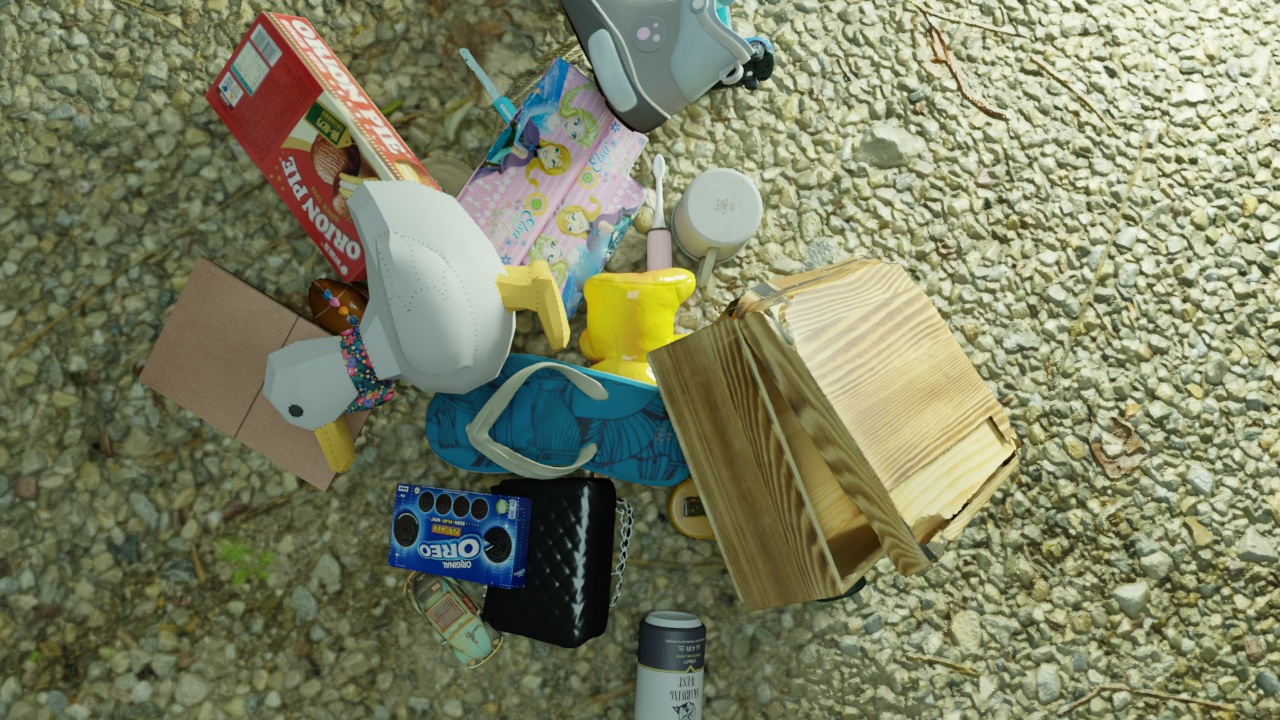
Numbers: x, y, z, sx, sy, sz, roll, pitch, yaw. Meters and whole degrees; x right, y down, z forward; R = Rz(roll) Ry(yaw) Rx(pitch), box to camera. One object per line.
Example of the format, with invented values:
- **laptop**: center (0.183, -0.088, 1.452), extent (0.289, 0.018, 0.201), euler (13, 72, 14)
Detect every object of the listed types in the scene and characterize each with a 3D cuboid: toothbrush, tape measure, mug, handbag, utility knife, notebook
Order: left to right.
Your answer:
- **notebook**: center (-0.359, 0.014, 0.878), extent (0.209, 0.008, 0.141), euler (32, 102, -2)
- **utility knife**: center (-0.136, -0.251, 0.940), extent (0.022, 0.015, 0.169), euler (-39, 88, 23)
- **handbag**: center (-0.084, 0.185, 0.887), extent (0.125, 0.114, 0.153), euler (2, 88, 18)
- **toothbrush**: center (0.020, -0.100, 0.936), extent (0.027, 0.026, 0.222), euler (0, 85, 1)
- **tape measure**: center (0.057, 0.146, 0.918), extent (0.059, 0.030, 0.068), euler (0, 85, -7)
- **mug**: center (0.074, -0.131, 0.921), extent (0.084, 0.070, 0.113), euler (10, 83, -5)

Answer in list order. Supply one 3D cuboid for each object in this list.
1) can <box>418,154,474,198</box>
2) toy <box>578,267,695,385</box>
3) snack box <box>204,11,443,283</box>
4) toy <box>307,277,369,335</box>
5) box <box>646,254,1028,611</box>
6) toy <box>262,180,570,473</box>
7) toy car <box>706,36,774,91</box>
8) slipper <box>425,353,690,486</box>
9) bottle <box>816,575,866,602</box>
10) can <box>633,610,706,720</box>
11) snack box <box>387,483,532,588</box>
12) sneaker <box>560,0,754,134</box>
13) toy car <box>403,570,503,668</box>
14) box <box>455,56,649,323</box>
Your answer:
- **can**: center (-0.197, -0.156, 0.911), extent (0.086, 0.043, 0.086), euler (0, 85, -6)
- **toy**: center (-0.005, 0.005, 0.877), extent (0.135, 0.087, 0.194), euler (6, 93, 21)
- **snack box**: center (-0.296, -0.199, 0.864), extent (0.113, 0.060, 0.236), euler (-41, 84, 26)
- **toy**: center (-0.273, -0.040, 0.867), extent (0.090, 0.103, 0.070), euler (41, 77, 5)
- **box**: center (0.178, 0.039, 0.800), extent (0.278, 0.176, 0.247), euler (-18, 84, -50)
- **toy**: center (-0.201, -0.033, 0.799), extent (0.267, 0.141, 0.247), euler (-11, 108, -7)
- **toy car**: center (0.078, -0.307, 0.943), extent (0.120, 0.056, 0.043), euler (-7, 63, -1)
- **slipper**: center (-0.085, 0.052, 0.832), extent (0.295, 0.060, 0.118), euler (6, 80, 27)
- **bottle**: center (0.170, 0.149, 0.916), extent (0.055, 0.055, 0.174), euler (-19, 86, -7)
- **can**: center (0.028, 0.311, 0.884), extent (0.064, 0.064, 0.127), euler (4, 85, -5)
- **snack box**: center (-0.170, 0.162, 0.857), extent (0.150, 0.027, 0.082), euler (0, 82, 30)
- **sneaker**: center (0.006, -0.359, 0.886), extent (0.161, 0.093, 0.256), euler (-26, 78, 19)
- **toy car**: center (-0.181, 0.244, 0.878), extent (0.047, 0.047, 0.112), euler (-41, 88, -8)
- **box**: center (-0.080, -0.164, 0.908), extent (0.159, 0.035, 0.230), euler (35, 75, -15)
